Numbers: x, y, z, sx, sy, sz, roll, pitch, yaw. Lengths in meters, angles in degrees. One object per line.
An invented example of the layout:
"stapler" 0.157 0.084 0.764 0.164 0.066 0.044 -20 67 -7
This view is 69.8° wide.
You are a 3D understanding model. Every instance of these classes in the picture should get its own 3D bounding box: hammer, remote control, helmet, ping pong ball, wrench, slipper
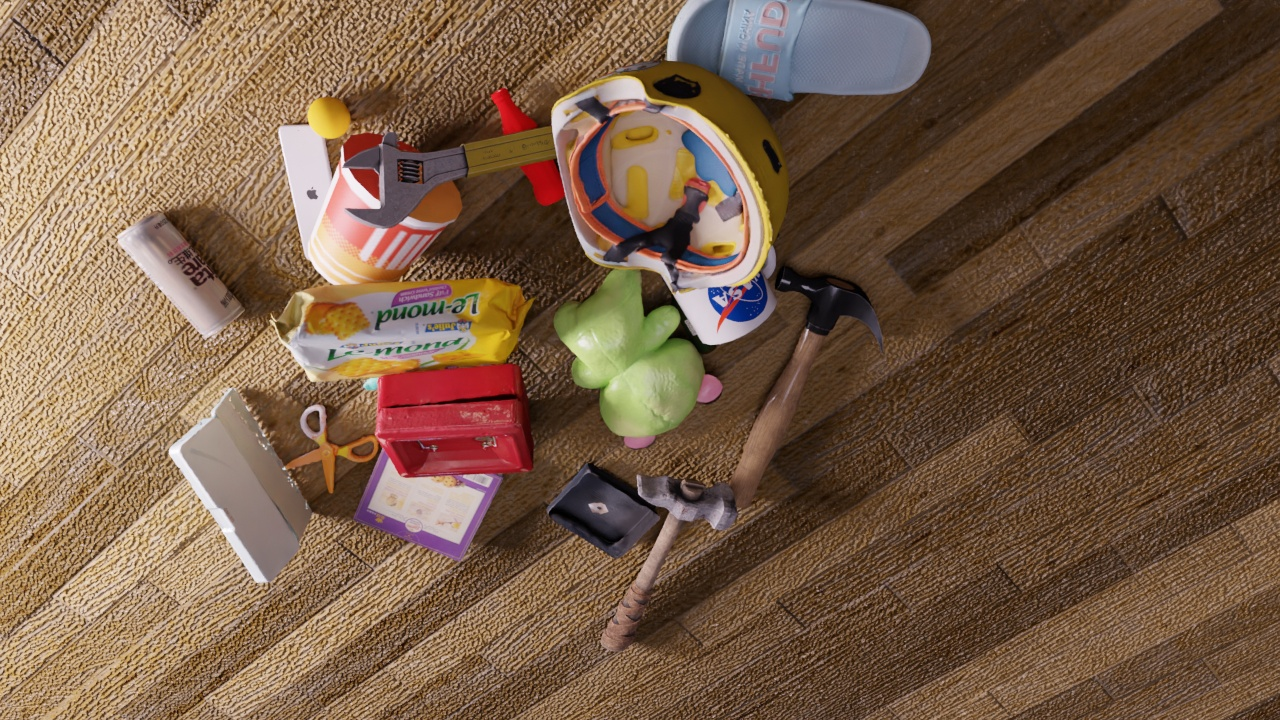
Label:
"hammer" 0.011 0.260 1.139 0.121 0.048 0.320 12 126 -14
"remote control" -0.342 -0.174 0.960 0.045 0.008 0.147 0 118 3
"helmet" 0.046 -0.179 0.840 0.240 0.139 0.209 20 140 29
"ping pong ball" -0.307 -0.240 0.906 0.040 0.040 0.040 1 118 2
"wrench" -0.147 -0.188 0.865 0.272 0.018 0.083 -17 96 -23
"hammer" 0.167 0.046 1.041 0.132 0.040 0.306 17 119 -6
"slipper" 0.148 -0.290 0.844 0.245 0.074 0.104 4 117 -1

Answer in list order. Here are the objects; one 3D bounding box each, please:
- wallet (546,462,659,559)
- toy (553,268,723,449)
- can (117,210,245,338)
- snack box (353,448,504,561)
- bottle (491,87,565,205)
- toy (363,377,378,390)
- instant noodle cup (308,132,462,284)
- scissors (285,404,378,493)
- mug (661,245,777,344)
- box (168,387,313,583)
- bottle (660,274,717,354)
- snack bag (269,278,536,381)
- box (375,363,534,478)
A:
"wallet" -0.045 0.183 1.126 0.115 0.026 0.089 35 114 -17
"toy" -0.006 0.006 0.993 0.150 0.107 0.197 -33 102 18
"can" -0.492 -0.092 0.984 0.054 0.054 0.135 -28 113 16
"snack box" -0.255 0.158 1.113 0.143 0.040 0.148 24 116 -10
"bottle" -0.112 -0.214 0.915 0.036 0.036 0.119 -23 114 13
"toy" -0.303 -0.015 1.031 0.085 0.033 0.105 -21 118 23
"instant noodle cup" -0.264 -0.139 0.919 0.123 0.123 0.121 34 121 -15
"scissors" -0.379 0.104 1.107 0.125 0.011 0.128 -21 114 11
"mug" 0.091 -0.088 0.951 0.121 0.091 0.090 -40 114 -17
"box" -0.449 0.143 1.059 0.041 0.134 0.197 -10 118 19
"bottle" 0.051 -0.053 0.999 0.025 0.025 0.106 -26 114 15
"snack bag" -0.236 -0.031 0.937 0.247 0.160 0.068 -4 74 -14
"box" -0.199 0.065 1.000 0.157 0.092 0.129 -2 155 -2
